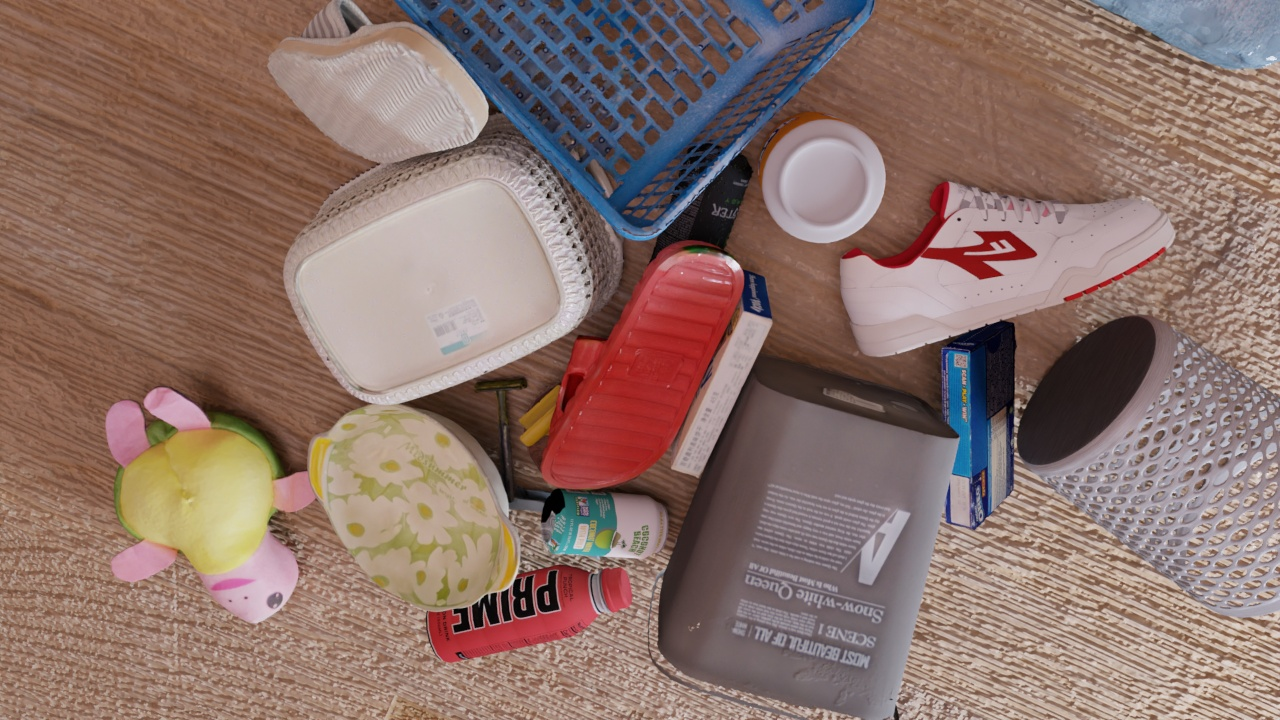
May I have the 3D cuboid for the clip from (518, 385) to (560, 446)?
[{"bbox_3d":[-0.072,0.053,0.765,0.054,0.048,0.046,-41,74,15],"label":"clip"}]

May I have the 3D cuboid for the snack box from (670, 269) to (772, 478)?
[{"bbox_3d":[0.062,0.010,0.724,0.026,0.081,0.150,19,117,-6],"label":"snack box"}]

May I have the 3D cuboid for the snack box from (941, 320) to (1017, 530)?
[{"bbox_3d":[0.269,0.050,0.728,0.027,0.082,0.150,10,113,44],"label":"snack box"}]

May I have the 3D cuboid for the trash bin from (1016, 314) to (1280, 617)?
[{"bbox_3d":[0.401,0.073,0.684,0.183,0.156,0.157,35,108,-3],"label":"trash bin"}]

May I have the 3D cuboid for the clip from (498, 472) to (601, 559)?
[{"bbox_3d":[-0.093,0.142,0.824,0.164,0.030,0.173,-11,108,7],"label":"clip"}]

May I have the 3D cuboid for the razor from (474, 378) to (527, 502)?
[{"bbox_3d":[-0.117,0.070,0.791,0.042,0.026,0.106,-4,92,5],"label":"razor"}]

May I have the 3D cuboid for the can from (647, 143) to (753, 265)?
[{"bbox_3d":[0.042,-0.099,0.717,0.054,0.053,0.138,19,109,0],"label":"can"}]

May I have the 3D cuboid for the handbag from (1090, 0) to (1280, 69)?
[{"bbox_3d":[0.357,-0.271,0.596,0.192,0.118,0.122,30,108,2],"label":"handbag"}]

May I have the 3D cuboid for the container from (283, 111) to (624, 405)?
[{"bbox_3d":[-0.142,-0.071,0.699,0.252,0.143,0.185,-21,109,12],"label":"container"}]

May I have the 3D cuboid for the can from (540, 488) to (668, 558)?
[{"bbox_3d":[-0.031,0.140,0.787,0.101,0.055,0.055,8,110,-22],"label":"can"}]

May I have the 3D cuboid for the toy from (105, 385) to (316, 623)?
[{"bbox_3d":[-0.382,0.131,0.819,0.190,0.087,0.238,-27,109,-6],"label":"toy"}]

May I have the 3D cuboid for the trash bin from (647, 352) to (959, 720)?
[{"bbox_3d":[0.130,0.127,0.718,0.197,0.197,0.220,15,102,0],"label":"trash bin"}]

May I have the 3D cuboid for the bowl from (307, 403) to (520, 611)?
[{"bbox_3d":[-0.181,0.115,0.780,0.219,0.060,0.189,21,116,19],"label":"bowl"}]

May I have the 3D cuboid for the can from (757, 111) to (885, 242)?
[{"bbox_3d":[0.124,-0.134,0.651,0.079,0.142,0.079,2,108,5],"label":"can"}]

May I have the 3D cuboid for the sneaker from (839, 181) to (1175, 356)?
[{"bbox_3d":[0.264,-0.090,0.687,0.237,0.090,0.104,-19,99,16],"label":"sneaker"}]

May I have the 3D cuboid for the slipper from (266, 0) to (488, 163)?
[{"bbox_3d":[-0.181,-0.190,0.629,0.054,0.273,0.114,-48,126,-18],"label":"slipper"}]

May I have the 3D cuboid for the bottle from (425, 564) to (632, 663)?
[{"bbox_3d":[-0.095,0.216,0.802,0.177,0.062,0.062,-15,105,10],"label":"bottle"}]

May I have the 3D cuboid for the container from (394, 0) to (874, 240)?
[{"bbox_3d":[-0.052,-0.280,0.607,0.362,0.089,0.256,45,76,-9],"label":"container"}]

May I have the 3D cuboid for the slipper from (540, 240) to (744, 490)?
[{"bbox_3d":[-0.004,0.004,0.713,0.103,0.059,0.249,14,123,-27],"label":"slipper"}]

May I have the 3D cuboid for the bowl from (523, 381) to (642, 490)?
[{"bbox_3d":[-0.042,0.060,0.792,0.114,0.026,0.102,-1,107,7],"label":"bowl"}]
